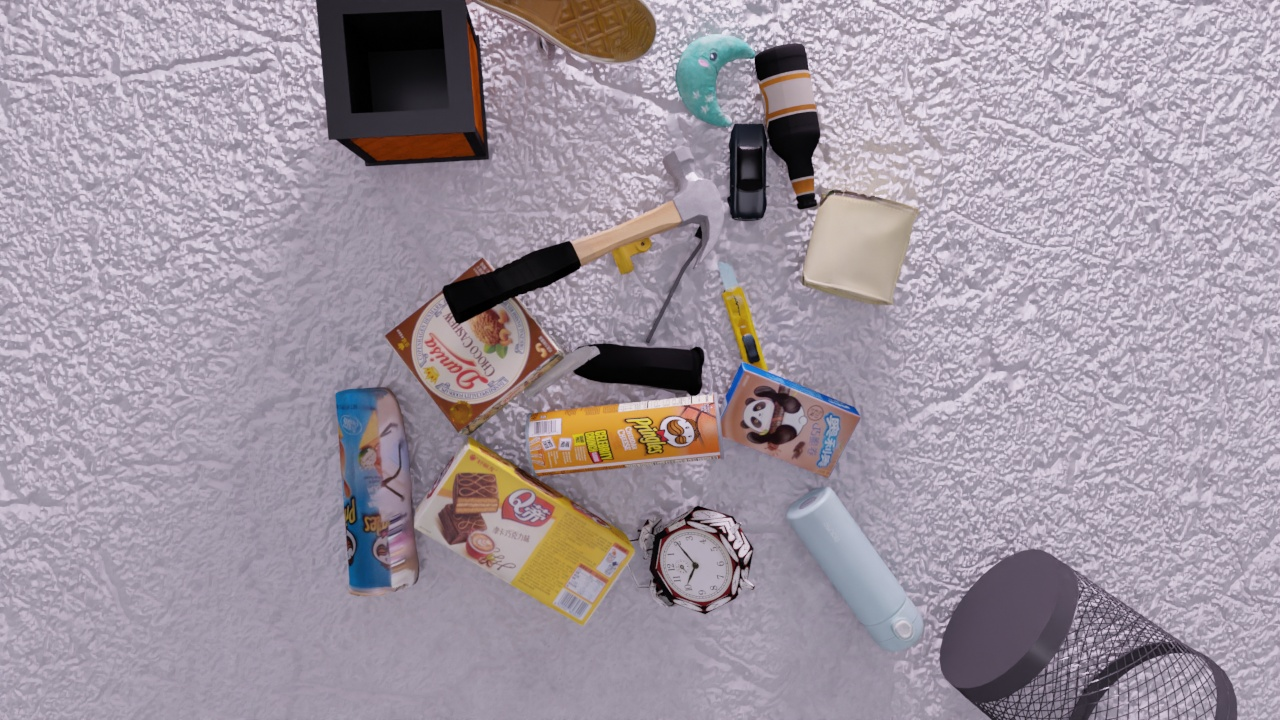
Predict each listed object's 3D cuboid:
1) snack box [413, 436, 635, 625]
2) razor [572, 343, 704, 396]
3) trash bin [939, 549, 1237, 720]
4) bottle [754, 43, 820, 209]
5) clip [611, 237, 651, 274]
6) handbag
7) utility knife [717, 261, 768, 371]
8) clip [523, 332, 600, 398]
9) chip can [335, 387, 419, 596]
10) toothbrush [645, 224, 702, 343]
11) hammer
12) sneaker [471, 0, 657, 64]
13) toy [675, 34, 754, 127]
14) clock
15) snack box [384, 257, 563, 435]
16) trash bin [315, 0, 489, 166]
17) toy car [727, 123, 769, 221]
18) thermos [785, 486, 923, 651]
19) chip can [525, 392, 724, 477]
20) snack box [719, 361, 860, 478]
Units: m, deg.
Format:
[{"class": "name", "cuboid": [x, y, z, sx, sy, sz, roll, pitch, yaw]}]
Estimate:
[{"class": "snack box", "cuboid": [-0.130, 0.193, 1.044, 0.230, 0.061, 0.110, 34, 91, -14]}, {"class": "razor", "cuboid": [-0.006, 0.006, 1.061, 0.156, 0.060, 0.057, 5, 88, -1]}, {"class": "trash bin", "cuboid": [0.497, 0.361, 1.052, 0.227, 0.218, 0.218, 37, 90, -2]}, {"class": "bottle", "cuboid": [0.176, -0.265, 1.055, 0.059, 0.059, 0.181, -12, 95, -4]}, {"class": "clip", "cuboid": [-0.014, -0.130, 1.071, 0.048, 0.045, 0.054, -27, 96, -46]}, {"class": "handbag", "cuboid": [0.252, -0.132, 1.064, 0.111, 0.081, 0.119, 15, 94, 2]}, {"class": "utility knife", "cuboid": [0.123, -0.032, 1.091, 0.030, 0.017, 0.179, -19, 92, -11]}, {"class": "clip", "cuboid": [-0.098, -0.004, 1.065, 0.102, 0.050, 0.058, -33, 68, 18]}, {"class": "chip can", "cuboid": [-0.298, 0.146, 1.038, 0.080, 0.080, 0.229, -3, 94, -5]}, {"class": "toothbrush", "cuboid": [0.046, -0.095, 1.080, 0.013, 0.013, 0.167, 26, 91, 2]}, {"class": "hammer", "cuboid": [-0.059, -0.123, 1.019, 0.327, 0.039, 0.131, -24, 87, -13]}, {"class": "sneaker", "cuboid": [-0.098, -0.394, 1.012, 0.240, 0.088, 0.118, 13, 105, -29]}, {"class": "toy", "cuboid": [0.083, -0.330, 1.059, 0.085, 0.033, 0.105, 20, 91, -16]}, {"class": "clock", "cuboid": [0.056, 0.232, 1.077, 0.155, 0.065, 0.114, -10, 96, 25]}, {"class": "snack box", "cuboid": [-0.186, -0.015, 1.033, 0.147, 0.041, 0.143, -39, 79, -1]}, {"class": "trash bin", "cuboid": [-0.241, -0.291, 0.962, 0.139, 0.172, 0.140, -4, 94, -5]}, {"class": "toy car", "cuboid": [0.125, -0.219, 1.067, 0.046, 0.034, 0.112, -1, 94, -5]}, {"class": "thermos", "cuboid": [0.257, 0.250, 1.090, 0.065, 0.078, 0.207, -36, 94, -6]}, {"class": "chip can", "cuboid": [-0.016, 0.085, 1.037, 0.215, 0.075, 0.075, -6, 94, 6]}, {"class": "snack box", "cuboid": [0.171, 0.070, 1.081, 0.151, 0.034, 0.087, 22, 107, -6]}]
